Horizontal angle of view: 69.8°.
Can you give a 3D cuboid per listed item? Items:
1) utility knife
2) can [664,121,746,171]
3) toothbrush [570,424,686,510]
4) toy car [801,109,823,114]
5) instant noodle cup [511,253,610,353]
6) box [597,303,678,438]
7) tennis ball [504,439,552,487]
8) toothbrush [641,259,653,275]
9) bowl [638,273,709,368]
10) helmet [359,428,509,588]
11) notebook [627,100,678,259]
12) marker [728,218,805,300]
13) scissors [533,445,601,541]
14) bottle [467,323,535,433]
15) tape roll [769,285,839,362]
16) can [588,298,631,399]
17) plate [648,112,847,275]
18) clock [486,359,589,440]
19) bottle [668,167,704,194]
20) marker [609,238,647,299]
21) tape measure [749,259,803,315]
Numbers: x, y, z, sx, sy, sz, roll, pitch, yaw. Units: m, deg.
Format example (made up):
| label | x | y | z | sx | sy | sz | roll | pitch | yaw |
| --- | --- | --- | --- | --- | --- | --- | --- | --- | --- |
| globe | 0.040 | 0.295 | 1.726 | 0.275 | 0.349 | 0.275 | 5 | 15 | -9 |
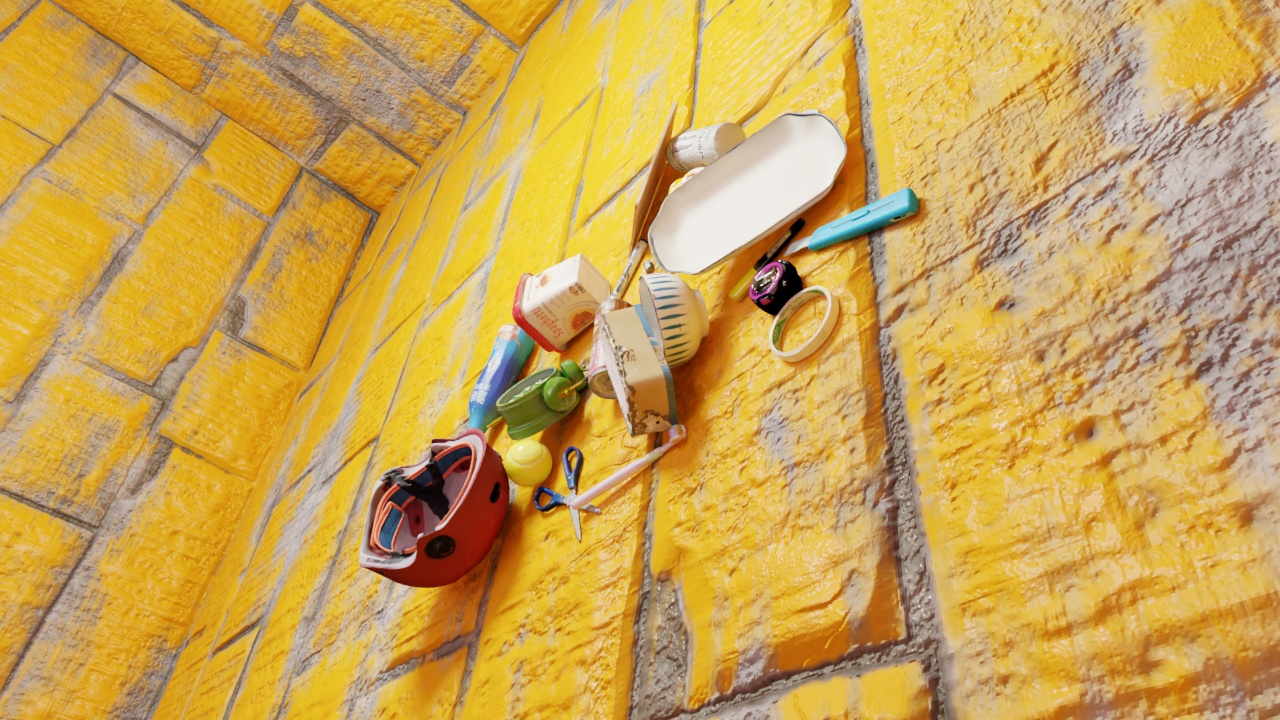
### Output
| label | x | y | z | sx | sy | sz | roll | pitch | yaw |
| --- | --- | --- | --- | --- | --- | --- | --- | --- | --- |
| utility knife | 0.220 | -0.142 | 0.983 | 0.188 | 0.018 | 0.034 | -19 | 45 | 54 |
| can | 0.094 | -0.311 | 1.345 | 0.058 | 0.058 | 0.147 | -61 | 26 | -9 |
| toothbrush | -0.019 | 0.130 | 1.077 | 0.190 | 0.021 | 0.029 | -38 | 8 | 30 |
| toy car | 0.193 | -0.272 | 1.161 | 0.105 | 0.031 | 0.049 | -56 | 25 | 3 |
| instant noodle cup | -0.118 | -0.093 | 1.420 | 0.124 | 0.116 | 0.116 | -29 | 36 | 24 |
| box | -0.007 | 0.006 | 1.098 | 0.061 | 0.090 | 0.184 | -12 | 38 | -6 |
| tennis ball | -0.153 | 0.141 | 1.253 | 0.066 | 0.065 | 0.065 | -41 | 30 | 30 |
| toothbrush | 0.019 | -0.094 | 1.280 | 0.018 | 0.016 | 0.191 | -38 | 30 | 17 |
| bowl | 0.043 | -0.052 | 1.105 | 0.066 | 0.116 | 0.116 | -13 | 29 | -7 |
| helmet | -0.265 | 0.217 | 1.281 | 0.240 | 0.144 | 0.206 | -34 | 33 | 14 |
| notebook | 0.018 | -0.275 | 1.409 | 0.148 | 0.008 | 0.207 | 102 | -174 | -63 |
| marker | 0.150 | -0.119 | 1.082 | 0.124 | 0.015 | 0.018 | -48 | 28 | 11 |
| scissors | -0.095 | 0.175 | 1.175 | 0.161 | 0.012 | 0.163 | -34 | 35 | 36 |
| bottle | -0.239 | 0.043 | 1.514 | 0.065 | 0.065 | 0.218 | -18 | 46 | 52 |
| tape roll | 0.169 | -0.038 | 0.955 | 0.086 | 0.014 | 0.085 | -41 | 30 | 30 |
| can | -0.037 | -0.018 | 1.240 | 0.058 | 0.058 | 0.147 | -39 | 31 | 33 |
| plate | 0.130 | -0.194 | 1.110 | 0.266 | 0.034 | 0.161 | -34 | 45 | 15 |
| clock | -0.133 | 0.051 | 1.290 | 0.161 | 0.056 | 0.116 | -25 | 15 | 20 |
| bottle | 0.089 | -0.236 | 1.262 | 0.109 | 0.063 | 0.063 | -24 | 41 | 49 |
| marker | -0.025 | -0.120 | 1.383 | 0.017 | 0.017 | 0.145 | 1 | 61 | 60 |
| tape measure | 0.148 | -0.081 | 1.011 | 0.058 | 0.039 | 0.057 | -42 | 30 | 28 |
